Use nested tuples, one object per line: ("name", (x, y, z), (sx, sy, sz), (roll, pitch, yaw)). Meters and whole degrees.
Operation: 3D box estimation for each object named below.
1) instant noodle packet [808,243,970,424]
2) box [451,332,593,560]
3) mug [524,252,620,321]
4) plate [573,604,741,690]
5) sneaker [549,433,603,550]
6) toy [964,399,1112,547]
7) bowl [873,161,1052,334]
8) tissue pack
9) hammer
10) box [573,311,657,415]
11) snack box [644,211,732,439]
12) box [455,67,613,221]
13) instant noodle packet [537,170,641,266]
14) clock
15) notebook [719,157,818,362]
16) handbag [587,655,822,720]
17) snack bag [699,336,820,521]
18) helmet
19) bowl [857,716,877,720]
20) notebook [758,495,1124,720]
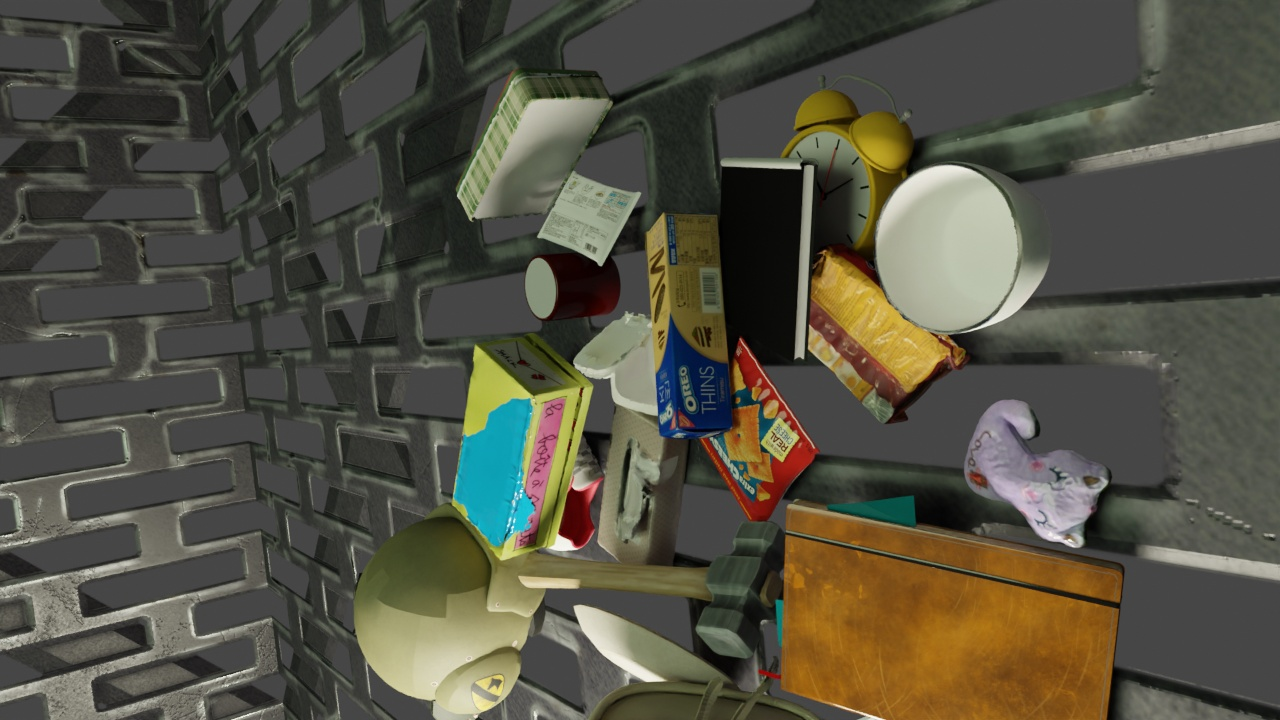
("instant noodle packet", (0.174, -0.019, 0.702), (0.135, 0.039, 0.099), (46, 147, 17))
("box", (-0.135, 0.096, 1.009), (0.124, 0.082, 0.221), (36, 126, 40))
("mug", (-0.086, -0.090, 1.037), (0.106, 0.082, 0.073), (36, 124, 45))
("plate", (0.012, 0.303, 0.923), (0.189, 0.188, 0.027), (-7, 48, 54))
("sneaker", (-0.088, 0.112, 1.090), (0.104, 0.090, 0.236), (7, 98, 37))
("toy", (0.267, 0.073, 0.625), (0.100, 0.036, 0.080), (33, 118, 48))
("bowl", (0.225, -0.077, 0.626), (0.116, 0.065, 0.116), (16, 110, 52))
("tissue pack", (-0.002, 0.140, 0.987), (0.104, 0.071, 0.181), (31, 118, 48))
("hammer", (-0.003, 0.215, 0.907), (0.324, 0.117, 0.051), (-8, 131, 42))
("box", (-0.011, 0.006, 0.916), (0.110, 0.129, 0.103), (12, 107, 50))
("snack box", (0.043, -0.032, 0.853), (0.056, 0.057, 0.206), (144, 125, -71))
("box", (-0.123, -0.239, 1.033), (0.050, 0.117, 0.206), (62, 142, 17))
("instant noodle packet", (-0.060, -0.159, 1.010), (0.134, 0.026, 0.087), (29, 91, 48))
("clock", (0.157, -0.144, 0.720), (0.113, 0.052, 0.152), (41, 132, 42))
("notebook", (0.100, -0.093, 0.766), (0.206, 0.016, 0.149), (-132, 41, -73))
("handbag", (0.055, 0.350, 0.795), (0.229, 0.183, 0.132), (14, 115, 12))
("snack bag", (0.103, 0.071, 0.846), (0.130, 0.039, 0.144), (59, 147, 28))
("helmet", (-0.224, 0.300, 1.142), (0.250, 0.255, 0.233), (37, 129, 43))
("bowl", (0.218, 0.334, 0.742), (0.106, 0.039, 0.106), (15, 109, 52))
("notebook", (0.208, 0.191, 0.673), (0.250, 0.014, 0.178), (7, 104, 32))
